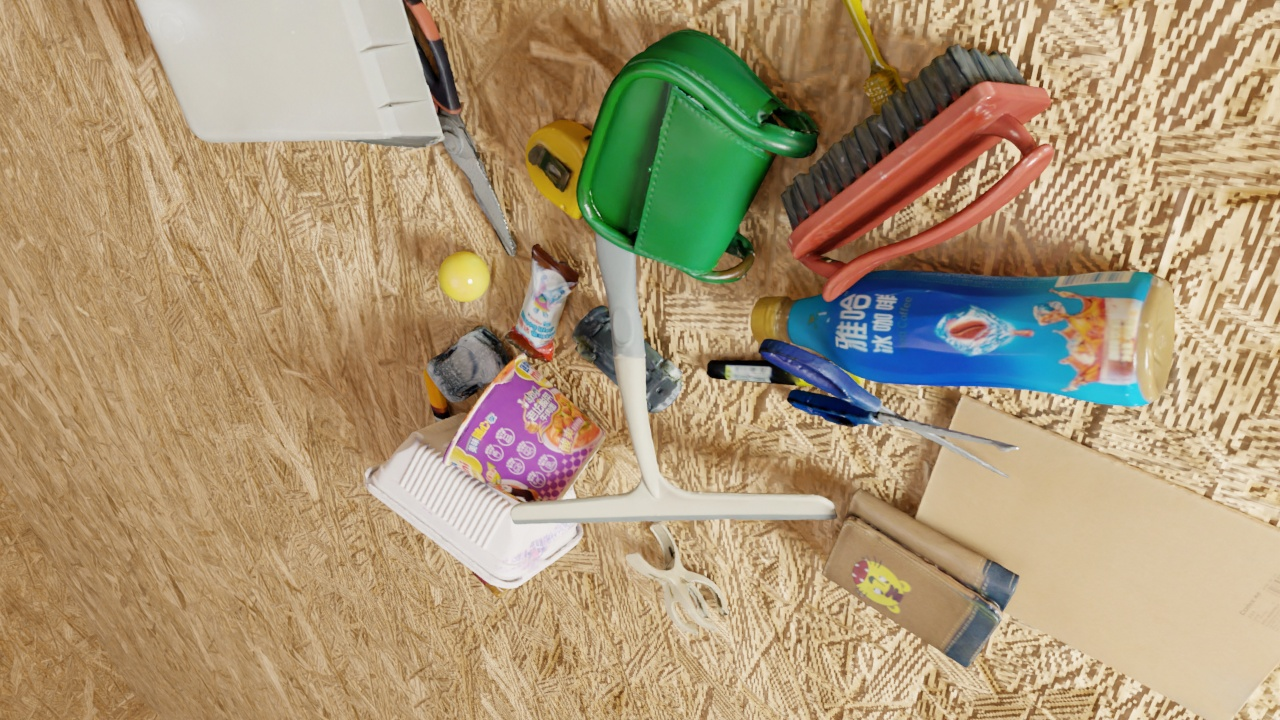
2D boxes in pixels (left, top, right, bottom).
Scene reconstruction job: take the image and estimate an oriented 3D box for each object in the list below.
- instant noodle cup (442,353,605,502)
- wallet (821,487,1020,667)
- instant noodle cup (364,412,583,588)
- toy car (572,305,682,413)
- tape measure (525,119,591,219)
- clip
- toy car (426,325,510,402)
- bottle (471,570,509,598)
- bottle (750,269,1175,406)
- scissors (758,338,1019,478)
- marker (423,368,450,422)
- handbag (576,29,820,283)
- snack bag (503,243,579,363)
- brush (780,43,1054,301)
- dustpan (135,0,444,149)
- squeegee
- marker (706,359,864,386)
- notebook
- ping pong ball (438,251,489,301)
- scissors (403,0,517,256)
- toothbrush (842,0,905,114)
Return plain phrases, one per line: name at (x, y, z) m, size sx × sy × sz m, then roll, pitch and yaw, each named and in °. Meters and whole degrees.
instant noodle cup at (-0.090, 0.067, 0.749) m, size 0.099 × 0.111 × 0.112 m, roll 37°, pitch 138°, yaw 2°
wallet at (0.183, 0.144, 0.611) m, size 0.115 × 0.033 × 0.090 m, roll 31°, pitch 136°, yaw 24°
instant noodle cup at (-0.137, 0.111, 0.812) m, size 0.173 × 0.137 × 0.060 m, roll 34°, pitch 114°, yaw 16°
toy car at (-0.009, 0.000, 0.672) m, size 0.090 × 0.043 × 0.034 m, roll 43°, pitch 178°, yaw 4°
tape measure at (-0.052, -0.131, 0.616) m, size 0.057 × 0.028 × 0.060 m, roll 38°, pitch 138°, yaw 12°
clip at (0.031, 0.189, 0.783) m, size 0.035 × 0.075 × 0.101 m, roll -26°, pitch 103°, yaw 48°
toy car at (-0.153, 0.006, 0.807) m, size 0.049 × 0.031 × 0.106 m, roll 53°, pitch 138°, yaw -7°
bottle at (-0.185, 0.160, 0.932) m, size 0.175 × 0.057 × 0.058 m, roll 45°, pitch 139°, yaw 4°
bottle at (0.160, -0.016, 0.496) m, size 0.219 × 0.065 × 0.065 m, roll 4°, pitch 123°, yaw 38°
scissors at (0.137, 0.029, 0.539) m, size 0.162 × 0.012 × 0.176 m, roll 32°, pitch 169°, yaw -26°
marker at (-0.192, 0.055, 0.891) m, size 0.018 × 0.015 × 0.124 m, roll 23°, pitch 136°, yaw 28°
handbag at (0.031, -0.115, 0.537) m, size 0.120 × 0.067 × 0.132 m, roll 32°, pitch 136°, yaw 5°
snack bag at (-0.075, -0.042, 0.706) m, size 0.045 × 0.026 × 0.106 m, roll 39°, pitch 136°, yaw 15°
brush at (0.130, -0.086, 0.459) m, size 0.146 × 0.063 × 0.069 m, roll -36°, pitch 71°, yaw 46°
dustpan at (-0.273, -0.273, 0.694) m, size 0.258 × 0.142 × 0.223 m, roll -5°, pitch 119°, yaw 14°
squeegee at (-0.004, 0.004, 0.626) m, size 0.247 × 0.039 × 0.247 m, roll -4°, pitch 103°, yaw 19°
marker at (0.093, 0.007, 0.612) m, size 0.124 × 0.015 × 0.018 m, roll 1°, pitch 128°, yaw 43°
notebook at (0.272, 0.120, 0.548) m, size 0.211 × 0.012 × 0.150 m, roll 26°, pitch 133°, yaw 24°
ping pong ball at (-0.141, -0.067, 0.732) m, size 0.040 × 0.040 × 0.040 m, roll 23°, pitch 133°, yaw 26°
scissors at (-0.153, -0.172, 0.681) m, size 0.177 × 0.015 × 0.211 m, roll 25°, pitch 134°, yaw 22°
toothbrush at (0.088, -0.206, 0.447) m, size 0.016 × 0.016 × 0.190 m, roll -12°, pitch 112°, yaw 44°
